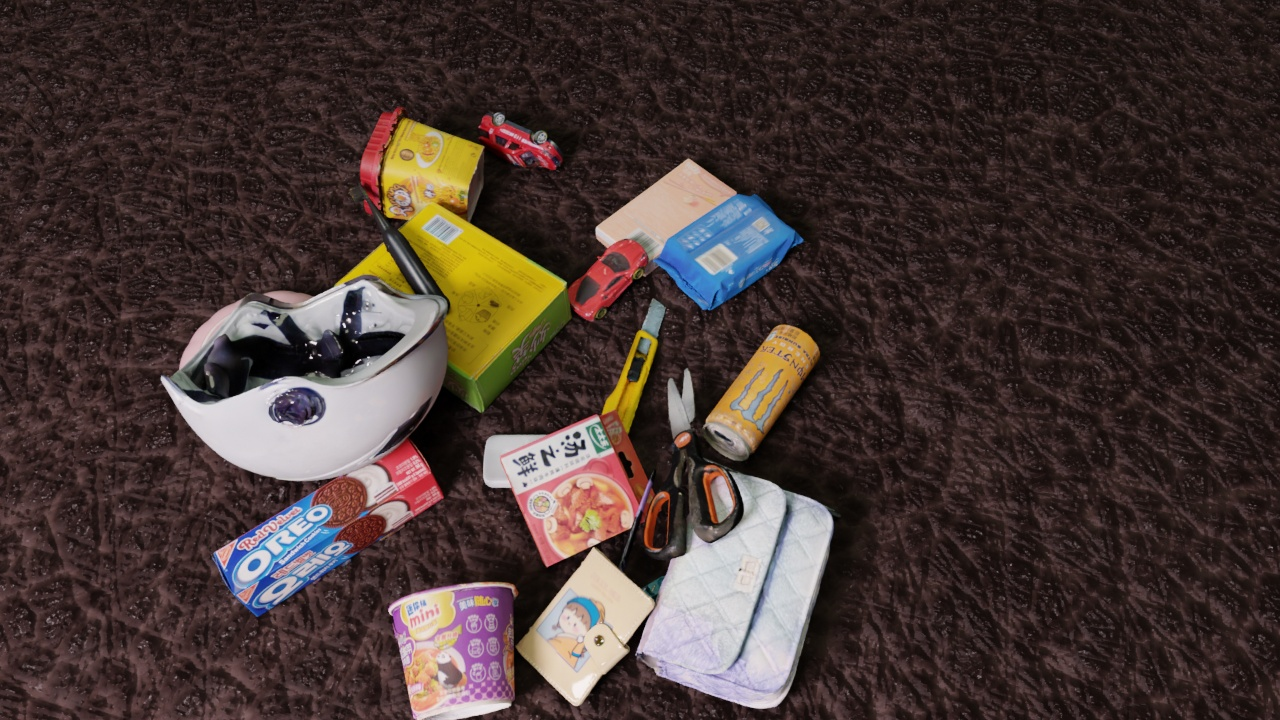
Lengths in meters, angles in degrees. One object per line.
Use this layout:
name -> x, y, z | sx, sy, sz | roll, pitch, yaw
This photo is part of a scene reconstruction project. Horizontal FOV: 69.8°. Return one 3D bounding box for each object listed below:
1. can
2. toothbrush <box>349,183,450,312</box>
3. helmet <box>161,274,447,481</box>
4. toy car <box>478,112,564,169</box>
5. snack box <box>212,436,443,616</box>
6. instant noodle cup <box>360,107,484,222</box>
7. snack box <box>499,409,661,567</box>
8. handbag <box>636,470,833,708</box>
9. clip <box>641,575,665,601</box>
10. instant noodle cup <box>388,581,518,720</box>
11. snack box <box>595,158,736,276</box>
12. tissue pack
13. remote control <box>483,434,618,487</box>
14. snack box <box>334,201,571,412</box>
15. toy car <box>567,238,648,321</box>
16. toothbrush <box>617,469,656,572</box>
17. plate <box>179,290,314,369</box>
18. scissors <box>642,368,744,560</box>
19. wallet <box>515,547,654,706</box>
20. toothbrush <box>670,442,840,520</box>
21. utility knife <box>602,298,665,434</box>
can -> 0.125, 0.031, 0.940 | 0.058, 0.058, 0.145 | 29, 63, 19
toothbrush -> -0.265, -0.125, 0.992 | 0.027, 0.026, 0.212 | -28, 60, -20
helmet -> -0.297, 0.029, 0.870 | 0.259, 0.146, 0.228 | -7, 28, 1
toy car -> -0.151, -0.270, 1.151 | 0.120, 0.053, 0.045 | 25, 83, 24
snack box -> -0.294, 0.157, 0.877 | 0.207, 0.058, 0.057 | -32, 59, -17
instant noodle cup -> -0.256, -0.221, 1.094 | 0.123, 0.116, 0.115 | 14, 58, -2
snack box -> -0.055, 0.118, 0.877 | 0.127, 0.044, 0.113 | -24, 82, -12
handbag -> 0.090, 0.199, 0.821 | 0.134, 0.076, 0.193 | 13, 57, 18
clip -> 0.005, 0.218, 0.846 | 0.056, 0.040, 0.014 | -30, 63, -21
instant noodle cup -> -0.156, 0.251, 0.785 | 0.111, 0.112, 0.099 | -10, 64, -4
snack box -> 0.032, -0.172, 1.094 | 0.157, 0.026, 0.084 | -39, 63, -21
tissue pack -> 0.101, -0.126, 1.046 | 0.157, 0.052, 0.095 | -35, 64, -19
remote control -> -0.089, 0.102, 0.925 | 0.136, 0.020, 0.055 | -1, 58, -1
snack box -> -0.203, -0.063, 1.007 | 0.210, 0.070, 0.157 | 32, 64, 20
toy car -> -0.037, -0.094, 1.032 | 0.106, 0.031, 0.049 | -45, 66, -5
toothbrush -> -0.015, 0.189, 0.838 | 0.017, 0.014, 0.188 | 15, 77, 23
plate -> -0.410, -0.004, 0.996 | 0.192, 0.039, 0.192 | -1, 57, 2
scissors -> 0.031, 0.096, 0.885 | 0.162, 0.021, 0.234 | -43, 34, 1
wallet -> -0.046, 0.236, 0.812 | 0.087, 0.024, 0.115 | 36, 84, 32
toothbrush -> 0.114, 0.117, 0.911 | 0.181, 0.016, 0.018 | 23, 52, 17
utility knife -> -0.006, 0.006, 0.978 | 0.033, 0.015, 0.206 | 16, 52, 4
